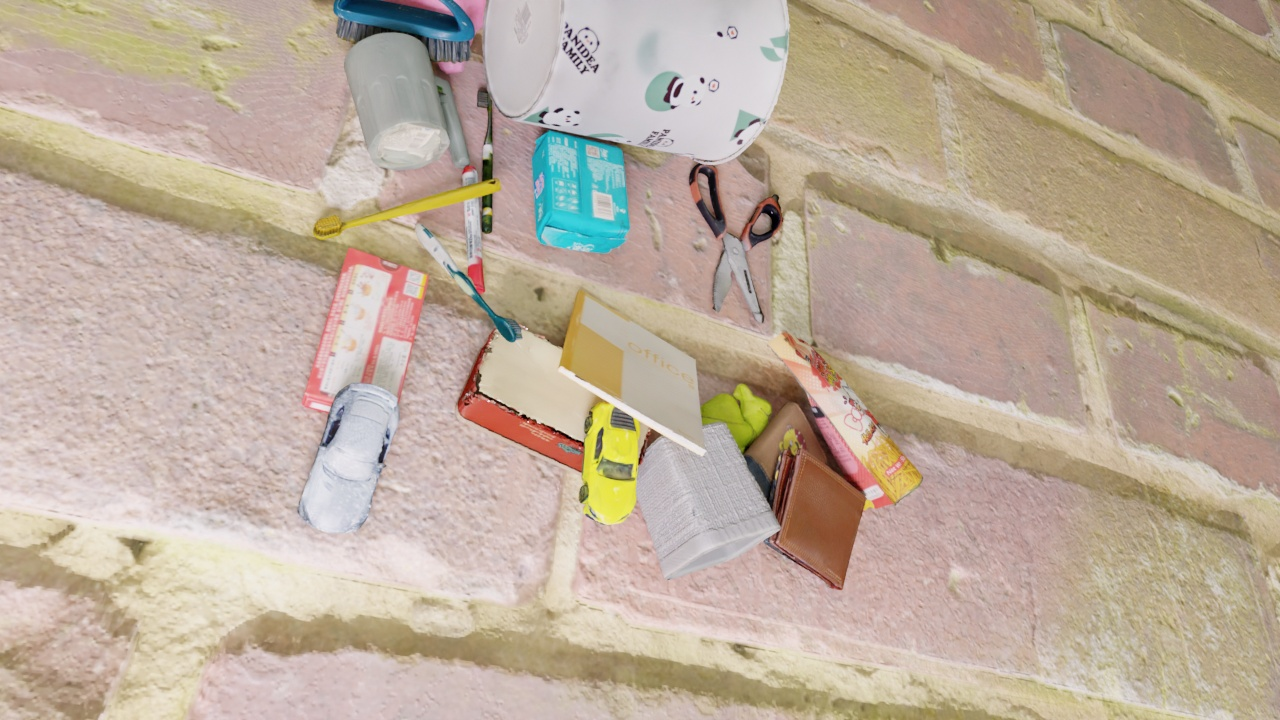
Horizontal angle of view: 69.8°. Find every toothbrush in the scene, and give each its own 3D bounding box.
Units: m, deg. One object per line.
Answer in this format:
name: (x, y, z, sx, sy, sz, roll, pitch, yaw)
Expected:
toothbrush: (-0.162, -0.210, 0.954, 0.017, 0.012, 0.185, 6, 61, -20)
toothbrush: (-0.217, -0.148, 0.871, 0.189, 0.017, 0.015, -22, 73, -30)
toothbrush: (-0.158, -0.074, 0.831, 0.018, 0.016, 0.191, -6, 40, -42)

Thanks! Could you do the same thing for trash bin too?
trash bin: (-0.015, -0.330, 0.961, 0.251, 0.230, 0.229, -3, 65, -32)

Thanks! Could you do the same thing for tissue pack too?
tissue pack: (-0.064, -0.179, 0.967, 0.093, 0.050, 0.133, 8, 60, -23)

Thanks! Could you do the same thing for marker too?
marker: (-0.165, -0.130, 0.905, 0.017, 0.017, 0.145, 6, 61, -27)

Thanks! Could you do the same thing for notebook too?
notebook: (-0.005, 0.005, 0.853, 0.146, 0.010, 0.206, 31, 19, -11)

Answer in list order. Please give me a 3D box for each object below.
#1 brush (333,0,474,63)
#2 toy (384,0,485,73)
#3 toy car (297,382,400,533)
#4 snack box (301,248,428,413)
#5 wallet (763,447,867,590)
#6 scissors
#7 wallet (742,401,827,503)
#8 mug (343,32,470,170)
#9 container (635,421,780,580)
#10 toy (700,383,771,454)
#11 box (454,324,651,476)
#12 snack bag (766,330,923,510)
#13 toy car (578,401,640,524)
brush: (-0.239, -0.349, 0.929, 0.144, 0.074, 0.055, 11, 36, -1)
toy: (-0.213, -0.424, 0.998, 0.194, 0.075, 0.178, 44, 72, -5)
toy car: (-0.229, 0.077, 0.726, 0.054, 0.037, 0.120, 21, 75, -21)
snack box: (-0.236, -0.021, 0.797, 0.075, 0.026, 0.152, 17, 57, -20)
wallet: (0.171, 0.156, 0.896, 0.124, 0.032, 0.101, 37, 60, -33)
scissors: (0.110, -0.145, 1.069, 0.189, 0.015, 0.225, 47, 51, 1)
wallet: (0.143, 0.108, 0.923, 0.115, 0.033, 0.090, -44, 111, -40)
mug: (-0.223, -0.247, 0.906, 0.123, 0.084, 0.103, 9, 57, -54)
container: (0.052, 0.126, 0.840, 0.090, 0.090, 0.114, -9, 66, -34)
toy: (0.094, 0.065, 0.932, 0.100, 0.031, 0.096, 13, 62, -30)
box: (-0.070, 0.036, 0.825, 0.168, 0.078, 0.091, 27, 55, -15)
snack bag: (0.208, 0.056, 0.970, 0.208, 0.073, 0.128, 56, 17, 5)
toy car: (-0.023, 0.086, 0.777, 0.048, 0.032, 0.105, 10, 75, -25)
